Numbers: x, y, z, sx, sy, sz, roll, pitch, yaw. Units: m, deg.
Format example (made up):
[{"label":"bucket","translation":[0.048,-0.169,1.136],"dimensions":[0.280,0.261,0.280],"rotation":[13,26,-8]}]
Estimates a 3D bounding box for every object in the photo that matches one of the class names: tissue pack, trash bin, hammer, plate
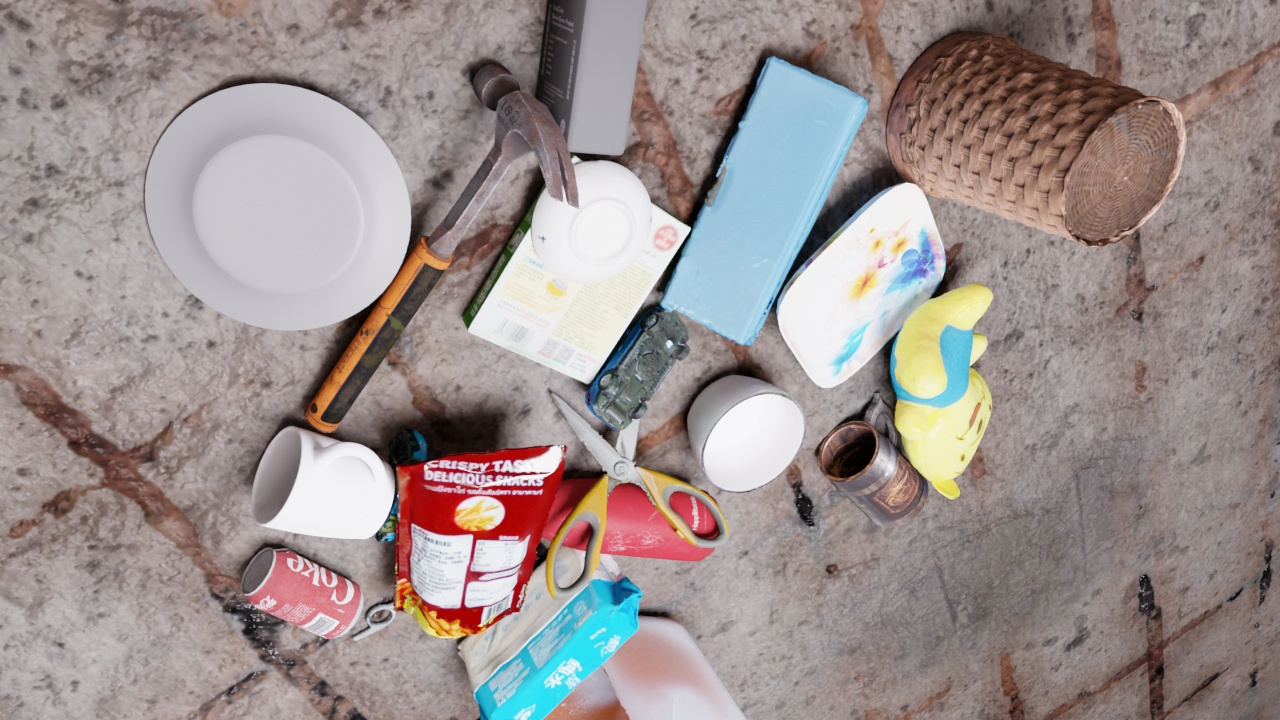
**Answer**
[{"label":"tissue pack","translation":[-0.090,0.269,0.907],"dimensions":[0.209,0.117,0.066],"rotation":[-47,131,5]},{"label":"trash bin","translation":[0.335,-0.186,0.785],"dimensions":[0.151,0.210,0.151],"rotation":[-12,123,-20]},{"label":"hammer","translation":[-0.161,-0.058,0.693],"dimensions":[0.035,0.137,0.315],"rotation":[14,121,-51]},{"label":"plate","translation":[0.215,-0.070,0.893],"dimensions":[0.187,0.016,0.187],"rotation":[-44,139,-1]},{"label":"trash bin","translation":[0.002,0.399,0.941],"dimensions":[0.157,0.259,0.182],"rotation":[9,113,-34]},{"label":"plate","translation":[-0.034,-0.106,0.736],"dimensions":[0.104,0.026,0.104],"rotation":[-11,120,-19]},{"label":"plate","translation":[-0.255,-0.103,0.651],"dimensions":[0.178,0.012,0.179],"rotation":[-4,114,-10]}]

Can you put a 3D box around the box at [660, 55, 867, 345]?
[{"label":"box","translation":[0.115,-0.138,0.820],"dimensions":[0.232,0.094,0.112],"rotation":[-67,166,17]}]

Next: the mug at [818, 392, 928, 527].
[{"label":"mug","translation":[0.263,0.109,1.015],"dimensions":[0.107,0.080,0.115],"rotation":[40,68,-35]}]

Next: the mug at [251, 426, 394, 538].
[{"label":"mug","translation":[-0.246,0.097,0.744],"dimensions":[0.114,0.080,0.087],"rotation":[-32,140,33]}]

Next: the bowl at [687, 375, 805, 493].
[{"label":"bowl","translation":[0.098,0.066,0.907],"dimensions":[0.116,0.065,0.116],"rotation":[-12,122,-20]}]

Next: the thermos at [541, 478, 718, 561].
[{"label":"thermos","translation":[-0.042,0.150,0.886],"dimensions":[0.239,0.073,0.073],"rotation":[10,113,-22]}]

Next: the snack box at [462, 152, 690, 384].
[{"label":"snack box","translation":[-0.053,-0.073,0.779],"dimensions":[0.132,0.027,0.168],"rotation":[25,104,-35]}]

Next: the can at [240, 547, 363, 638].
[{"label":"can","translation":[-0.297,0.205,0.809],"dimensions":[0.054,0.054,0.096],"rotation":[-45,127,4]}]

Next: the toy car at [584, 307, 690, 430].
[{"label":"toy car","translation":[-0.005,0.005,0.833],"dimensions":[0.056,0.044,0.120],"rotation":[44,76,-31]}]

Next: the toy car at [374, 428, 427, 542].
[{"label":"toy car","translation":[-0.208,0.110,0.801],"dimensions":[0.032,0.048,0.105],"rotation":[11,111,-33]}]

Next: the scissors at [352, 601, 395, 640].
[{"label":"scissors","translation":[-0.218,0.206,0.872],"dimensions":[0.147,0.014,0.142],"rotation":[-19,127,-14]}]

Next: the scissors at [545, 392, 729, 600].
[{"label":"scissors","translation":[-0.007,0.123,0.853],"dimensions":[0.229,0.016,0.225],"rotation":[22,77,-18]}]

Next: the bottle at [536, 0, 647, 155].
[{"label":"bottle","translation":[-0.033,-0.244,0.656],"dimensions":[0.046,0.083,0.174],"rotation":[-2,117,-25]}]

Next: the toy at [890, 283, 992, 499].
[{"label":"toy","translation":[0.316,0.034,0.967],"dimensions":[0.148,0.084,0.214],"rotation":[-50,137,-21]}]

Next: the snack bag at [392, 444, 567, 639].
[{"label":"snack bag","translation":[-0.147,0.157,0.797],"dimensions":[0.138,0.066,0.208],"rotation":[3,130,-18]}]
